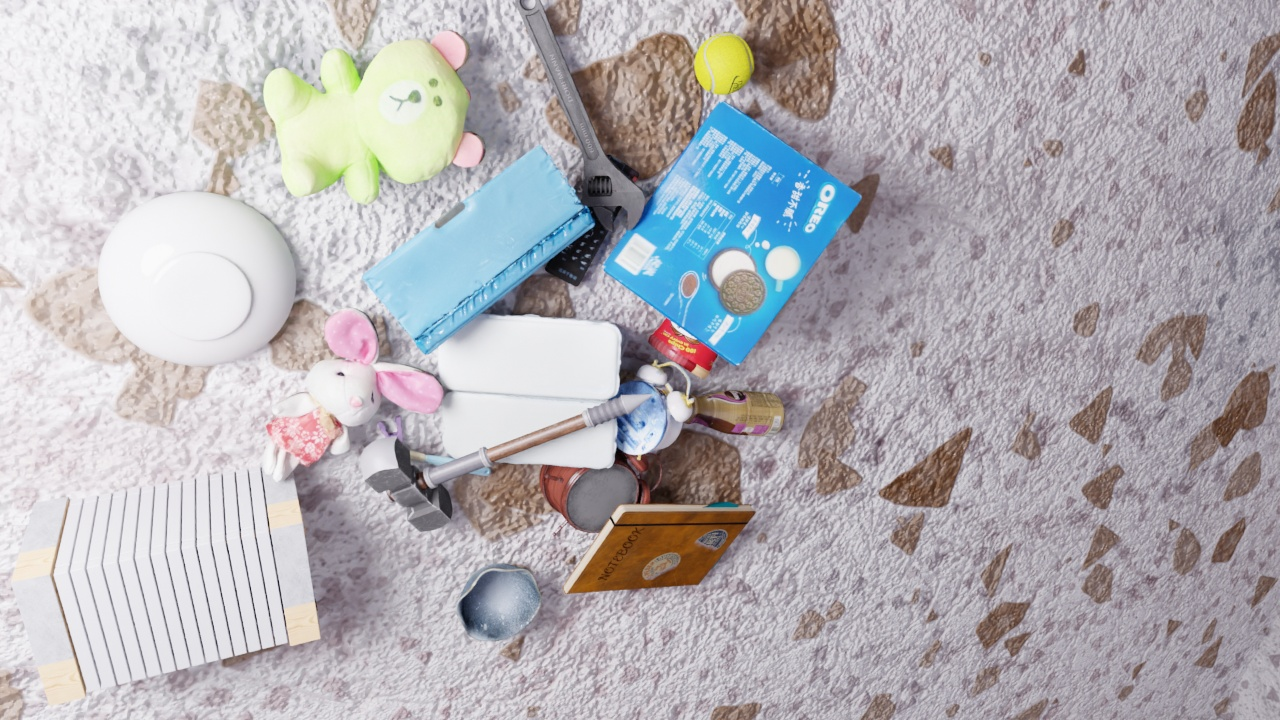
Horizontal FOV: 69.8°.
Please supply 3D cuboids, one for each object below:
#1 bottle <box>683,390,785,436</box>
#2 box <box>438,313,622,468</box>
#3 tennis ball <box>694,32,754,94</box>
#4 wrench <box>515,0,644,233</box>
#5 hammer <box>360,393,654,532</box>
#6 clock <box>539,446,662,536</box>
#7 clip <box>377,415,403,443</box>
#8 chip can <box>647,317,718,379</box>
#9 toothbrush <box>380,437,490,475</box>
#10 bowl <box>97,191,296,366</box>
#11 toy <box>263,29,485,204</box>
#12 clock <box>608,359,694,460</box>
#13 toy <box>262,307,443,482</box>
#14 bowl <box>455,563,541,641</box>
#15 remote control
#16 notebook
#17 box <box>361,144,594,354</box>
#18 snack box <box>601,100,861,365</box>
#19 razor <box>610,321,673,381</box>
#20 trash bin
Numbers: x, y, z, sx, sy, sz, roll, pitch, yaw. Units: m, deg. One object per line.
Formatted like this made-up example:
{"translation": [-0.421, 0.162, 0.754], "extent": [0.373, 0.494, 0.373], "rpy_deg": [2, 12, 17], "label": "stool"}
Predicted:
{"translation": [0.108, 0.068, 1.208], "extent": [0.165, 0.059, 0.060], "rpy_deg": [5, 109, -26], "label": "bottle"}
{"translation": [-0.127, 0.037, 1.048], "extent": [0.209, 0.045, 0.192], "rpy_deg": [6, 112, 1], "label": "box"}
{"translation": [0.093, -0.329, 1.021], "extent": [0.065, 0.065, 0.065], "rpy_deg": [-10, 116, -22], "label": "tennis ball"}
{"translation": [-0.067, -0.261, 0.983], "extent": [0.073, 0.018, 0.273], "rpy_deg": [-20, 113, 9], "label": "wrench"}
{"translation": [-0.138, 0.095, 1.030], "extent": [0.322, 0.043, 0.156], "rpy_deg": [-21, 139, 6], "label": "hammer"}
{"translation": [-0.047, 0.154, 1.163], "extent": [0.157, 0.072, 0.121], "rpy_deg": [-14, 117, -20], "label": "clock"}
{"translation": [-0.288, 0.087, 1.054], "extent": [0.043, 0.014, 0.051], "rpy_deg": [6, 107, -28], "label": "clip"}
{"translation": [0.102, -0.088, 1.121], "extent": [0.087, 0.087, 0.213], "rpy_deg": [31, 95, -33], "label": "chip can"}
{"translation": [-0.241, 0.117, 1.077], "extent": [0.154, 0.016, 0.022], "rpy_deg": [20, 83, -39], "label": "toothbrush"}
{"translation": [-0.424, -0.070, 0.886], "extent": [0.176, 0.066, 0.177], "rpy_deg": [-10, 116, -22], "label": "bowl"}
{"translation": [-0.255, -0.229, 0.884], "extent": [0.196, 0.107, 0.150], "rpy_deg": [-15, 95, -29], "label": "toy"}
{"translation": [0.014, 0.057, 1.098], "extent": [0.051, 0.089, 0.126], "rpy_deg": [3, 131, -54], "label": "clock"}
{"translation": [-0.326, 0.047, 0.976], "extent": [0.194, 0.084, 0.159], "rpy_deg": [-41, 126, -6], "label": "toy"}
{"translation": [-0.185, 0.299, 1.171], "extent": [0.110, 0.055, 0.110], "rpy_deg": [-10, 115, -21], "label": "bowl"}
{"translation": [-0.057, -0.160, 1.052], "extent": [0.047, 0.022, 0.150], "rpy_deg": [27, 97, -31], "label": "remote control"}
{"translation": [0.039, 0.245, 1.224], "extent": [0.248, 0.014, 0.179], "rpy_deg": [7, 127, -39], "label": "notebook"}
{"translation": [-0.175, -0.125, 0.968], "extent": [0.231, 0.094, 0.111], "rpy_deg": [-38, 120, -5], "label": "box"}
{"translation": [0.103, -0.144, 1.050], "extent": [0.195, 0.056, 0.239], "rpy_deg": [36, 94, 7], "label": "snack box"}
{"translation": [-0.007, 0.007, 1.140], "extent": [0.116, 0.047, 0.088], "rpy_deg": [13, 105, -38], "label": "razor"}
{"translation": [-0.473, 0.217, 0.943], "extent": [0.246, 0.142, 0.143], "rpy_deg": [-9, 115, -22], "label": "trash bin"}
